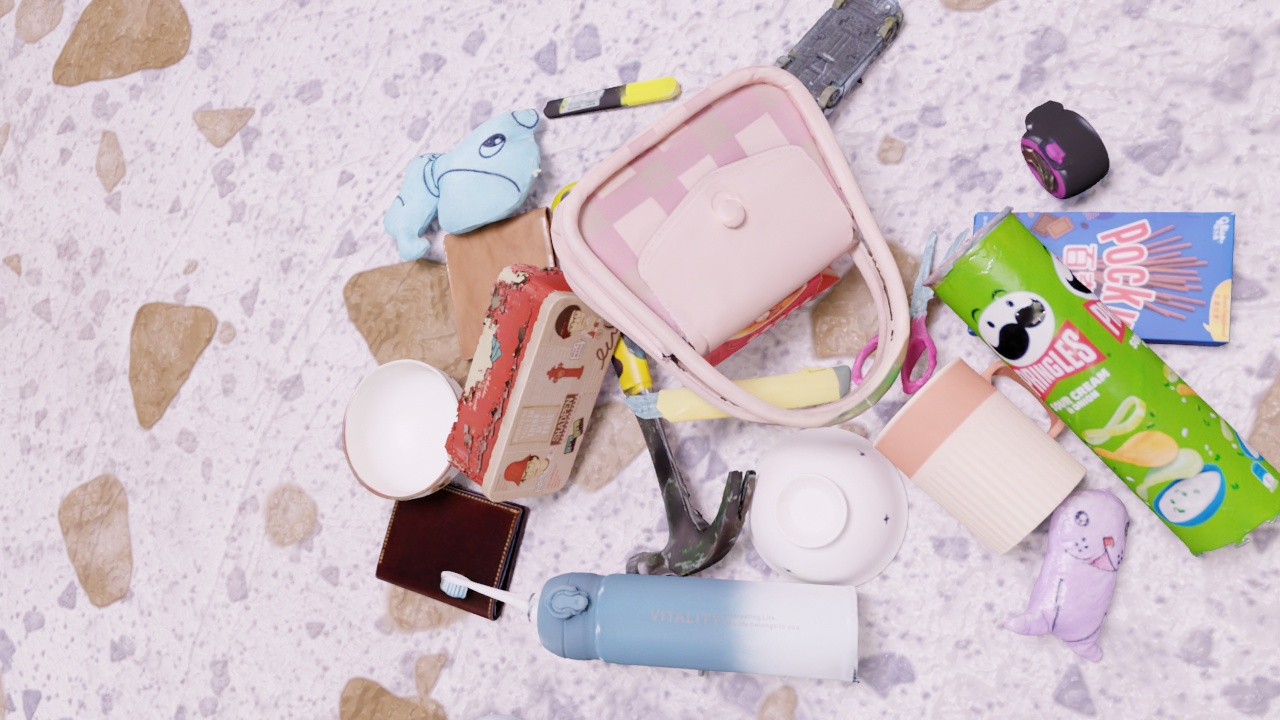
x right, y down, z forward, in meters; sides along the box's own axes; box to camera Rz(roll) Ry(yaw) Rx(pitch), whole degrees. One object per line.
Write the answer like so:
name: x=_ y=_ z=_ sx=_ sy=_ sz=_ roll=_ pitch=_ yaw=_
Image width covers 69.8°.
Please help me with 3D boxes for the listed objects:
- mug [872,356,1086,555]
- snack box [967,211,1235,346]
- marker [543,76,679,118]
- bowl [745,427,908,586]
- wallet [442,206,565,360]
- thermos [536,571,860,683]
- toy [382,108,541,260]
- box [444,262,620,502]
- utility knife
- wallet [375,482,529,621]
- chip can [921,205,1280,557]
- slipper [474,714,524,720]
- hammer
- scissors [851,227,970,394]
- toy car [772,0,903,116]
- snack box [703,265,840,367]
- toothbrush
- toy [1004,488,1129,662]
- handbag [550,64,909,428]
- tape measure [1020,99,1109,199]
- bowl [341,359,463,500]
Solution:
mug: x=0.231 y=0.053 z=0.605 sx=0.114 sy=0.082 sz=0.106 roll=-39 pitch=71 yaw=-20
snack box: x=0.304 y=-0.056 z=0.613 sx=0.157 sy=0.026 sz=0.084 roll=3 pitch=85 yaw=21
marker: x=-0.026 y=-0.219 z=0.768 sx=0.124 sy=0.015 sz=0.018 roll=-4 pitch=81 yaw=23
bowl: x=0.123 y=0.103 z=0.640 sx=0.118 sy=0.064 sz=0.118 roll=-3 pitch=81 yaw=20
wallet: x=-0.115 y=-0.064 z=0.778 sx=0.101 sy=0.020 sz=0.115 roll=-11 pitch=81 yaw=20
thermos: x=0.039 y=0.183 z=0.639 sx=0.220 sy=0.070 sz=0.070 roll=1 pitch=83 yaw=9
toy: x=-0.148 y=-0.151 z=0.782 sx=0.156 sy=0.050 sz=0.161 roll=21 pitch=80 yaw=34
box: x=-0.087 y=0.013 z=0.698 sx=0.079 sy=0.091 sz=0.168 roll=31 pitch=109 yaw=35
utility knife: x=0.073 y=0.023 z=0.649 sx=0.173 sy=0.019 sz=0.031 roll=-4 pitch=64 yaw=-19
wallet: x=-0.159 y=0.152 z=0.765 sx=0.122 sy=0.020 sz=0.096 roll=13 pitch=84 yaw=22
chip can: x=0.284 y=0.011 z=0.568 sx=0.072 sy=0.072 sz=0.236 roll=-44 pitch=81 yaw=10
slipper: x=-0.051 y=0.360 z=0.667 sx=0.245 sy=0.074 sz=0.104 roll=27 pitch=93 yaw=20
hammer: x=-0.004 y=0.004 z=0.706 sx=0.126 sy=0.031 sz=0.323 roll=-32 pitch=68 yaw=36
scissors: x=0.197 y=-0.034 z=0.635 sx=0.137 sy=0.017 sz=0.096 roll=-58 pitch=25 yaw=6
toy car: x=0.146 y=-0.229 z=0.693 sx=0.054 sy=0.037 sz=0.120 roll=39 pitch=87 yaw=21
snack box: x=0.066 y=-0.074 z=0.675 sx=0.127 sy=0.044 sz=0.113 roll=-34 pitch=71 yaw=-8
toothbrush: x=-0.055 y=0.196 z=0.703 sx=0.221 sy=0.026 sz=0.026 roll=12 pitch=94 yaw=16
toy: x=0.276 y=0.131 z=0.584 sx=0.083 sy=0.039 sz=0.108 roll=20 pitch=89 yaw=-23
handbag: x=0.075 y=-0.059 z=0.608 sx=0.193 sy=0.093 sz=0.234 roll=-37 pitch=81 yaw=-10
tape measure: x=0.282 y=-0.138 z=0.616 sx=0.039 sy=0.057 sz=0.057 roll=-33 pitch=57 yaw=10
bowl: x=-0.184 y=0.059 z=0.763 sx=0.114 sy=0.062 sz=0.113 roll=-3 pitch=81 yaw=19
